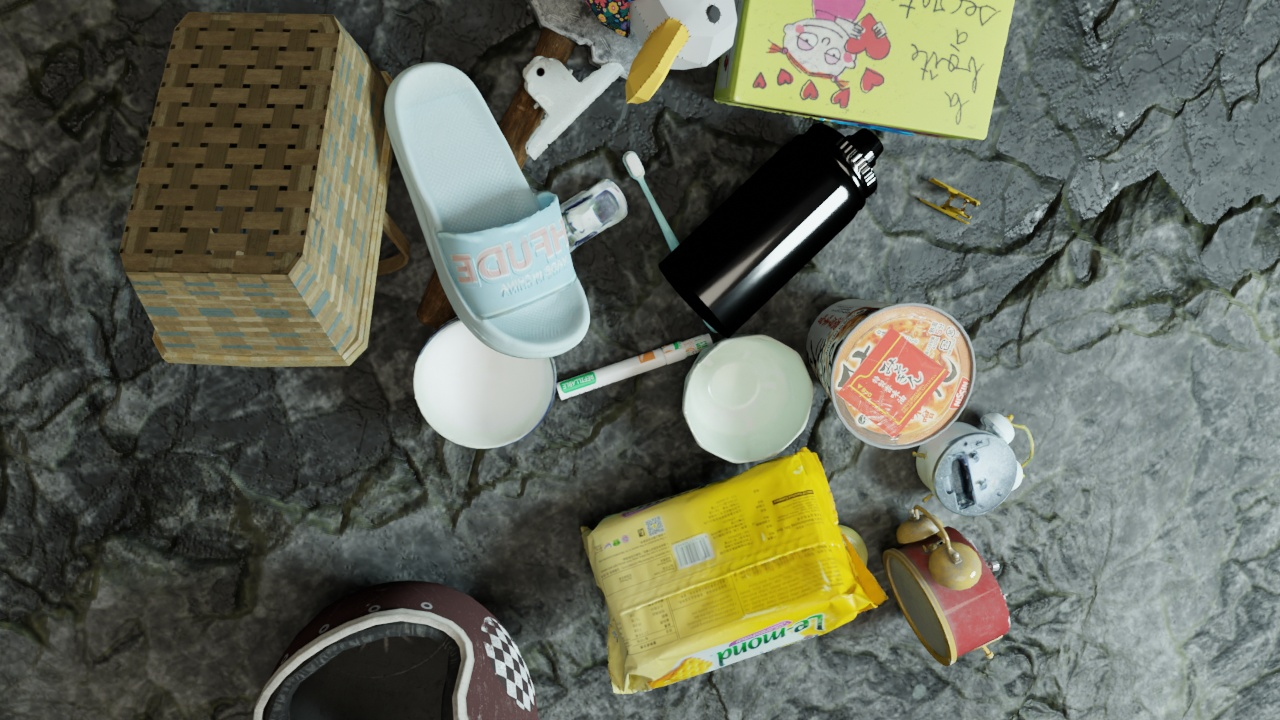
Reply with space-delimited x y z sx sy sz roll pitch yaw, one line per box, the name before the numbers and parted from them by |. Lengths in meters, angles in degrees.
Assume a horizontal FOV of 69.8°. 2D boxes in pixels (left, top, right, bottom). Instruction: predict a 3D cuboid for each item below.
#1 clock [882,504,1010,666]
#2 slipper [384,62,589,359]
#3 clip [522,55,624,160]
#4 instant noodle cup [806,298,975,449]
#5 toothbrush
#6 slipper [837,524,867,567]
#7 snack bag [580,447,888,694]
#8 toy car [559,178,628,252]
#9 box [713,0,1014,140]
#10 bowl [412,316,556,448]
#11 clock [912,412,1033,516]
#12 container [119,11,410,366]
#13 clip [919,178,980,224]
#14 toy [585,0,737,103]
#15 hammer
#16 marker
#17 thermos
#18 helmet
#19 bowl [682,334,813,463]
clock | 0.294 0.205 0.871 0.081 0.117 0.159 -24 114 -5
slipper | -0.114 -0.111 0.702 0.103 0.074 0.245 -32 106 -28
clip | -0.065 -0.210 0.715 0.102 0.046 0.056 -44 119 5
instant noodle cup | 0.205 -0.001 0.802 0.123 0.121 0.124 -2 105 -8
toothbrush | 0.030 -0.101 0.807 0.016 0.016 0.181 -29 108 -1
slipper | 0.132 0.208 0.870 0.190 0.081 0.092 -5 108 -9
snack bag | 0.070 0.179 0.805 0.247 0.068 0.159 -21 63 6
toy car | -0.053 -0.119 0.784 0.090 0.027 0.039 -33 108 1
box | 0.181 -0.255 0.755 0.221 0.082 0.124 9 103 -9
bowl | -0.134 0.010 0.787 0.118 0.062 0.118 -3 106 -10
clock | 0.323 0.097 0.878 0.117 0.057 0.083 -17 106 -3
container | -0.264 -0.112 0.684 0.157 0.187 0.249 1 69 0
clip | 0.280 -0.137 0.818 0.054 0.049 0.044 24 135 -14
toy | -0.031 -0.332 0.666 0.267 0.141 0.246 28 68 -16
hammer | -0.148 -0.178 0.751 0.217 0.037 0.301 24 101 -13
marker | -0.005 0.005 0.829 0.145 0.017 0.017 -19 106 -3
thermos | 0.116 -0.118 0.772 0.198 0.086 0.086 -44 106 -2
helmet | -0.204 0.313 0.757 0.233 0.253 0.234 -38 131 8
bowl | 0.090 0.027 0.825 0.117 0.061 0.117 -2 105 -8
